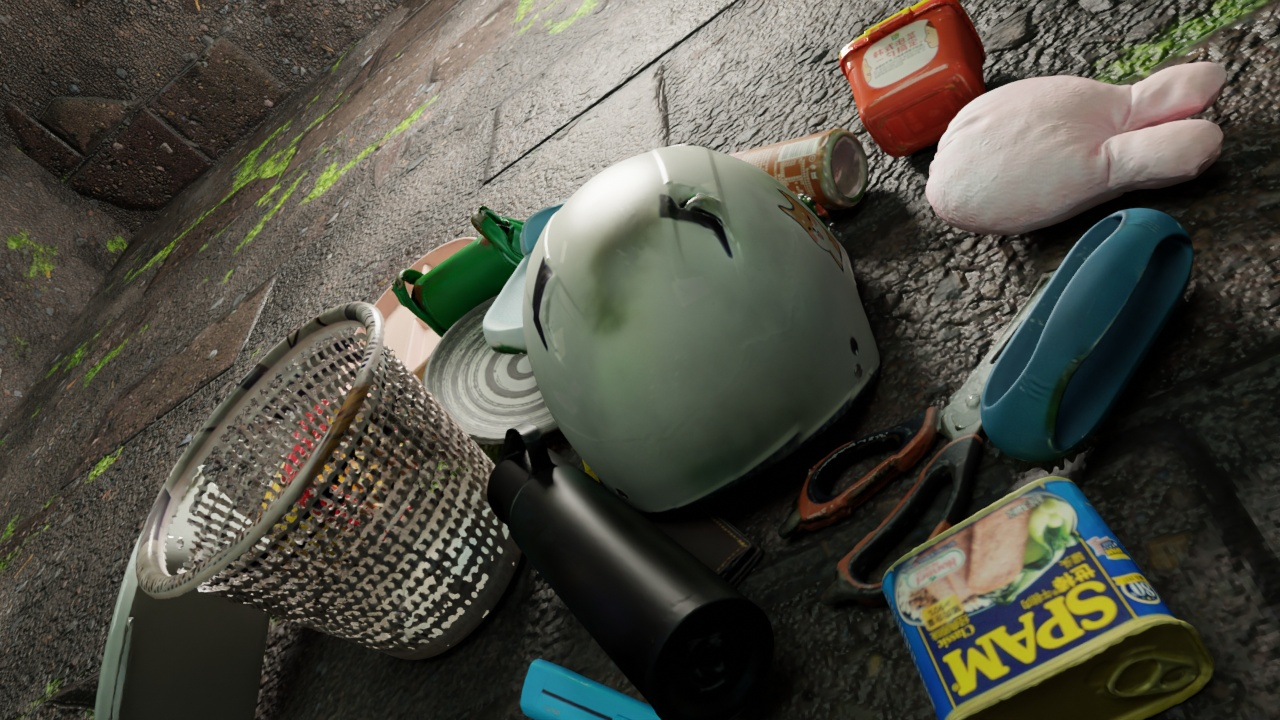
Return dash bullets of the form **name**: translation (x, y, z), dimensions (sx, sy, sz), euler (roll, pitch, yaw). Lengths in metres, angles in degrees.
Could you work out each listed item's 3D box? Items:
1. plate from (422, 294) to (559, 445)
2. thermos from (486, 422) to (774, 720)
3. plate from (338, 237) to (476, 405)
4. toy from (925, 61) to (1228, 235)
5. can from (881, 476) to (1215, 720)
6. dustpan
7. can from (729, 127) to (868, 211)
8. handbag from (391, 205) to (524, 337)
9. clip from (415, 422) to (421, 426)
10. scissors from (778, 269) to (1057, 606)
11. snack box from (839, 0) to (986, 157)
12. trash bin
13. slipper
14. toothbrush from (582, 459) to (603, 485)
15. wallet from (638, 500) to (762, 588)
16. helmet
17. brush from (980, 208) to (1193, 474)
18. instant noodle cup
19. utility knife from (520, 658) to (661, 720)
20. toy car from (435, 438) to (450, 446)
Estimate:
- **plate**: translation (-0.096, 0.004, 0.767), dimensions (0.179, 0.024, 0.179), euler (-9, 45, 9)
- **thermos**: translation (-0.026, 0.104, 0.520), dimensions (0.068, 0.090, 0.243), euler (-28, 26, -20)
- **plate**: translation (-0.246, -0.042, 1.015), dimensions (0.230, 0.028, 0.229), euler (-28, 38, 24)
- **toy**: translation (0.249, -0.125, 0.535), dimensions (0.160, 0.054, 0.121), euler (-1, 54, 41)
- **can**: translation (0.159, 0.108, 0.378), dimensions (0.102, 0.057, 0.083), euler (-35, 32, 15)
- **dustpan**: translation (-0.395, 0.213, 0.738), dimensions (0.258, 0.142, 0.222), euler (10, 91, 44)
- **can**: translation (0.100, -0.137, 0.708), dimensions (0.148, 0.058, 0.057), euler (-1, 53, 47)
- **handbag**: translation (-0.150, -0.079, 0.860), dimensions (0.131, 0.120, 0.068), euler (-30, 56, 18)
- **clip**: translation (-0.193, 0.055, 0.864), dimensions (0.055, 0.013, 0.038), euler (12, 64, 54)
- **scissors**: translation (0.159, 0.034, 0.495), dimensions (0.205, 0.015, 0.202), euler (-19, 41, 36)
- **snack box**: translation (0.196, -0.199, 0.653), dimensions (0.091, 0.082, 0.080), euler (-23, 49, 32)
- **trash bin**: translation (-0.195, 0.103, 0.647), dimensions (0.228, 0.192, 0.227), euler (-29, 36, 24)
- **slipper**: translation (-0.059, -0.094, 0.774), dimensions (0.104, 0.074, 0.244), euler (2, 38, 28)
- **toothbrush**: translation (-0.050, 0.034, 0.693), dimensions (0.015, 0.017, 0.189), euler (-17, 45, -1)
- **wallet**: translation (0.008, 0.122, 0.566), dimensions (0.096, 0.020, 0.122), euler (-46, 32, -7)
- **helmet**: translation (0.013, -0.047, 0.590), dimensions (0.230, 0.157, 0.273), euler (-29, 40, 14)
- **brush**: translation (0.211, -0.015, 0.434), dimensions (0.055, 0.073, 0.143), euler (32, 80, 30)
- **instant noodle cup**: translation (-0.271, 0.117, 0.804), dimensions (0.124, 0.116, 0.116), euler (-40, 32, 30)
- **utility knife**: translation (0.007, 0.198, 0.485), dimensions (0.217, 0.018, 0.034), euler (-1, 53, 46)
- **toy car**: translation (-0.145, 0.051, 0.794), dimensions (0.091, 0.035, 0.042), euler (-27, 36, 23)
